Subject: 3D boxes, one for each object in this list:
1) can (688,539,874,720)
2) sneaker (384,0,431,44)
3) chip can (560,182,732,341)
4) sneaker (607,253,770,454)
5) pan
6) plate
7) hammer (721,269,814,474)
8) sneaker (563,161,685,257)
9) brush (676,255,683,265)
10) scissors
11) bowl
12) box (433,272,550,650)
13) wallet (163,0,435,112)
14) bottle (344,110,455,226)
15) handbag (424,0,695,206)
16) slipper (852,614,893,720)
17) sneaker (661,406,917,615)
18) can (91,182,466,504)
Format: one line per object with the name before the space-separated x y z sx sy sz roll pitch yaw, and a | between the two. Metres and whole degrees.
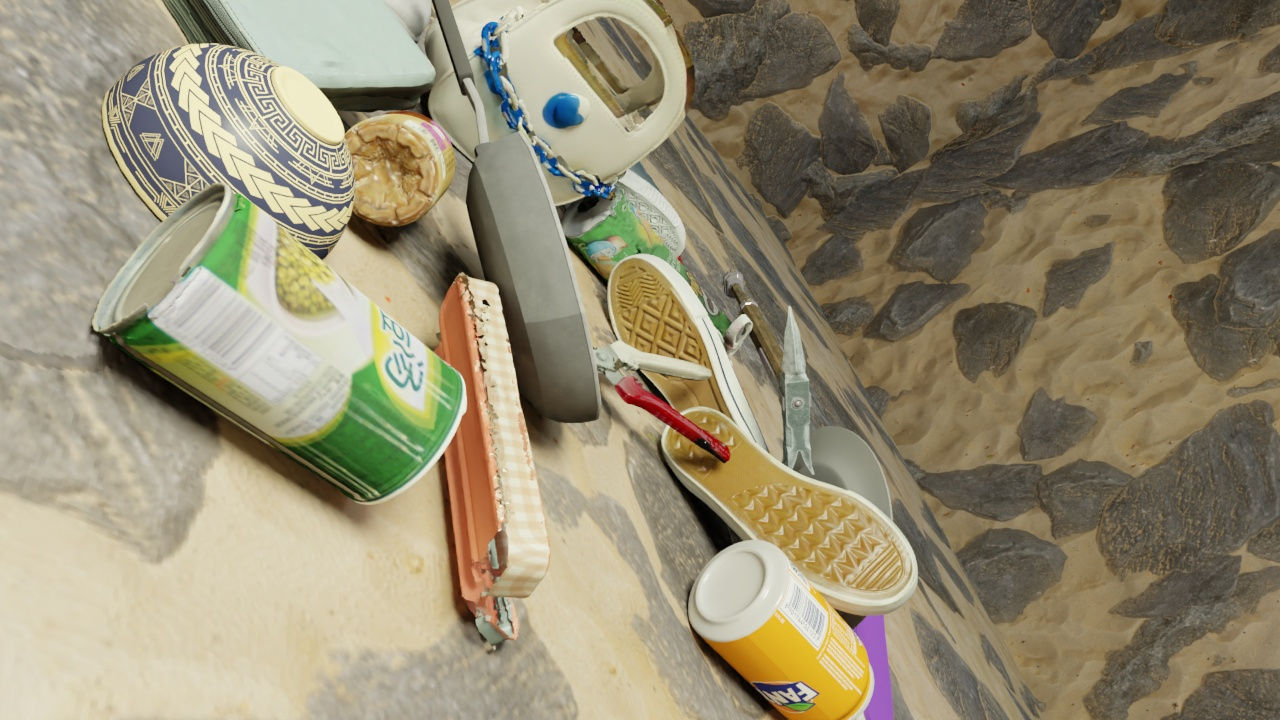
can | 0.101 0.195 0.645 0.142 0.079 0.079 49 17 -29
sneaker | -0.188 -0.353 0.749 0.096 0.129 0.262 38 28 -44
chip can | 0.011 -0.081 0.930 0.223 0.075 0.075 46 19 -36
sneaker | 0.057 0.006 0.852 0.087 0.119 0.241 -29 92 -54
pan | -0.098 -0.120 0.593 0.179 0.041 0.356 93 -21 -63
plate | 0.153 0.144 0.787 0.012 0.179 0.178 9 39 -23
hammer | 0.116 -0.031 0.896 0.316 0.028 0.147 -102 -174 -66
sneaker | -0.039 -0.199 0.947 0.235 0.089 0.087 46 39 -20
brush | -0.015 -0.161 1.067 0.173 0.042 0.082 45 20 -39
scissors | 0.002 0.014 0.718 0.193 0.015 0.178 48 30 7
bowl | -0.171 -0.098 0.415 0.112 0.061 0.112 51 16 -22
box | -0.078 0.042 0.445 0.043 0.083 0.186 11 42 -28
wallet | -0.190 -0.182 0.516 0.100 0.054 0.131 53 27 6
bottle | -0.143 -0.125 0.568 0.059 0.060 0.166 52 8 -17
handbag | -0.058 -0.218 0.746 0.200 0.200 0.092 36 39 -50
slipper | 0.171 0.209 0.856 0.107 0.084 0.266 38 45 -51
sneaker | 0.113 0.128 0.739 0.235 0.087 0.079 35 -20 31
can | -0.129 -0.002 0.345 0.121 0.067 0.067 45 19 -36
